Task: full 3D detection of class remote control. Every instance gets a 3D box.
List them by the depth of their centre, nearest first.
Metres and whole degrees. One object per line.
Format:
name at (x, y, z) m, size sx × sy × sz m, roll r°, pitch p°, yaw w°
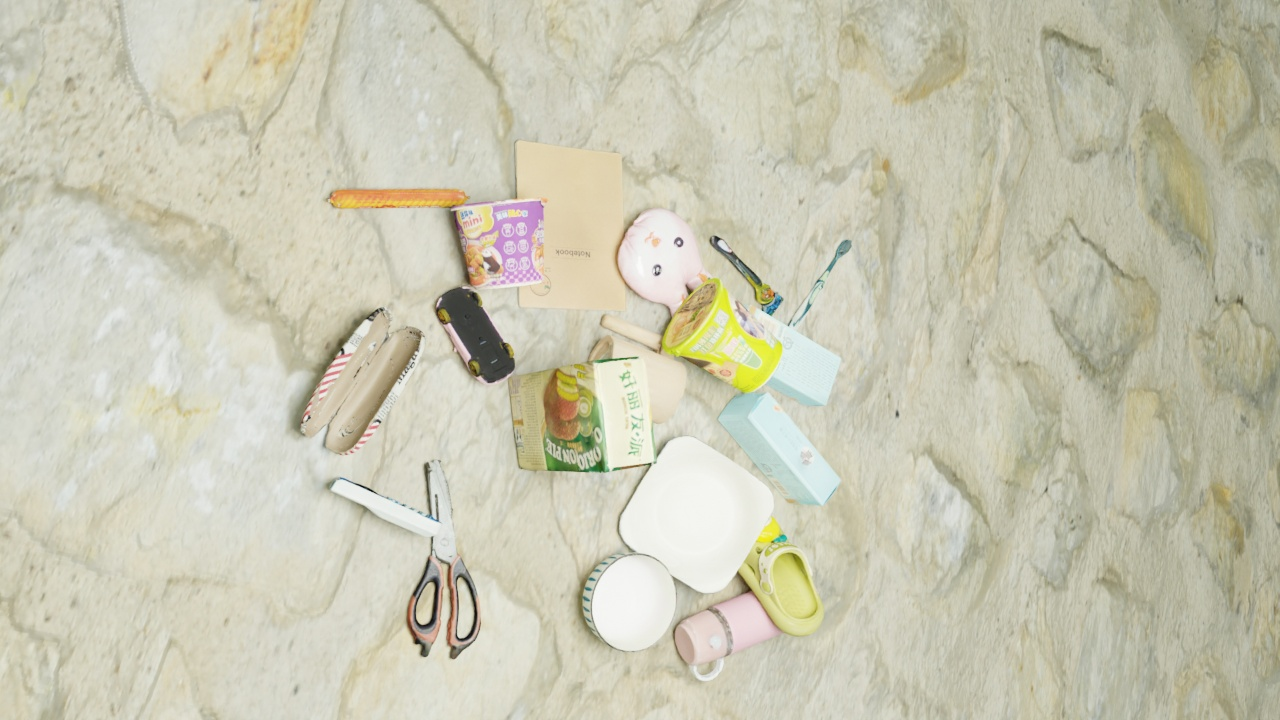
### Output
remote control at (-0.276, 0.159, 0.994) m, size 0.125 × 0.049 × 0.024 m, roll 29°, pitch 77°, yaw -14°

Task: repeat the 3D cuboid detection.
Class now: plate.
plate at (0.070, 0.196, 1.169) m, size 0.163 × 0.034 × 0.164 m, roll 34°, pitch 82°, yaw 0°

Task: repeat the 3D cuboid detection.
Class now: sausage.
sausage at (-0.274, -0.185, 1.049) m, size 0.165 × 0.021 × 0.021 m, roll -6°, pitch 88°, yaw -28°

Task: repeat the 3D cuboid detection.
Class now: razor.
razor at (0.147, -0.120, 1.267) m, size 0.142 × 0.022 × 0.042 m, roll 46°, pitch 66°, yaw -17°

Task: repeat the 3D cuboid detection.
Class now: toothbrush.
toothbrush at (0.259, -0.105, 1.327) m, size 0.016 × 0.018 × 0.191 m, roll 42°, pitch 68°, yaw -19°

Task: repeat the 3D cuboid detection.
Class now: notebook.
notebook at (-0.086, -0.167, 1.155) m, size 0.147 × 0.008 × 0.207 m, roll 1°, pitch 85°, yaw -28°

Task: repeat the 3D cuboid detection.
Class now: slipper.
slipper at (0.179, 0.259, 1.182) m, size 0.091 × 0.082 × 0.190 m, roll -13°, pitch 59°, yaw -32°

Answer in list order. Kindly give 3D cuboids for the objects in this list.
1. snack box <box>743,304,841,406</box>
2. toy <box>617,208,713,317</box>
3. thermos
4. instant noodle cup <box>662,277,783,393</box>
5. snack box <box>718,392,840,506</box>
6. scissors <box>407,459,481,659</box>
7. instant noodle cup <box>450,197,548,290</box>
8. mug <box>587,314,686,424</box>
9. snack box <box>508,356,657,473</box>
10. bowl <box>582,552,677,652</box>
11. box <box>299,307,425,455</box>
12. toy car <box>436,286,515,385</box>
snack box at (0.190, -0.005, 1.262) m, size 0.174 × 0.052 × 0.074 m, roll 28°, pitch 75°, yaw -22°
toy at (0.040, -0.119, 1.195) m, size 0.159 × 0.054 × 0.121 m, roll 46°, pitch 68°, yaw -26°
thermos at (0.142, 0.349, 1.199) m, size 0.198 × 0.067 × 0.087 m, roll -14°, pitch 95°, yaw -29°
instant noodle cup at (0.109, -0.023, 1.148) m, size 0.123 × 0.112 × 0.111 m, roll 35°, pitch 70°, yaw -17°
snack box at (0.187, 0.120, 1.237) m, size 0.175 × 0.074 × 0.051 m, roll 49°, pitch 65°, yaw -16°
scissors at (-0.236, 0.224, 1.038) m, size 0.185 × 0.015 × 0.208 m, roll -45°, pitch 106°, yaw -23°
instant noodle cup at (-0.159, -0.134, 1.062) m, size 0.111 × 0.112 × 0.099 m, roll -9°, pitch 97°, yaw -28°
mug at (-0.007, 0.007, 1.149) m, size 0.103 × 0.084 × 0.124 m, roll 22°, pitch 51°, yaw -23°
snack box at (-0.071, 0.062, 1.012) m, size 0.063 × 0.241 × 0.114 m, roll -6°, pitch 87°, yaw -30°
bowl at (-0.021, 0.290, 1.118) m, size 0.116 × 0.066 × 0.116 m, roll 2°, pitch 85°, yaw -27°
box at (-0.292, 0.027, 0.994) m, size 0.087 × 0.076 × 0.162 m, roll 28°, pitch 70°, yaw -2°
toy car at (-0.193, -0.028, 1.072) m, size 0.056 × 0.037 × 0.122 m, roll -30°, pitch 87°, yaw -30°
